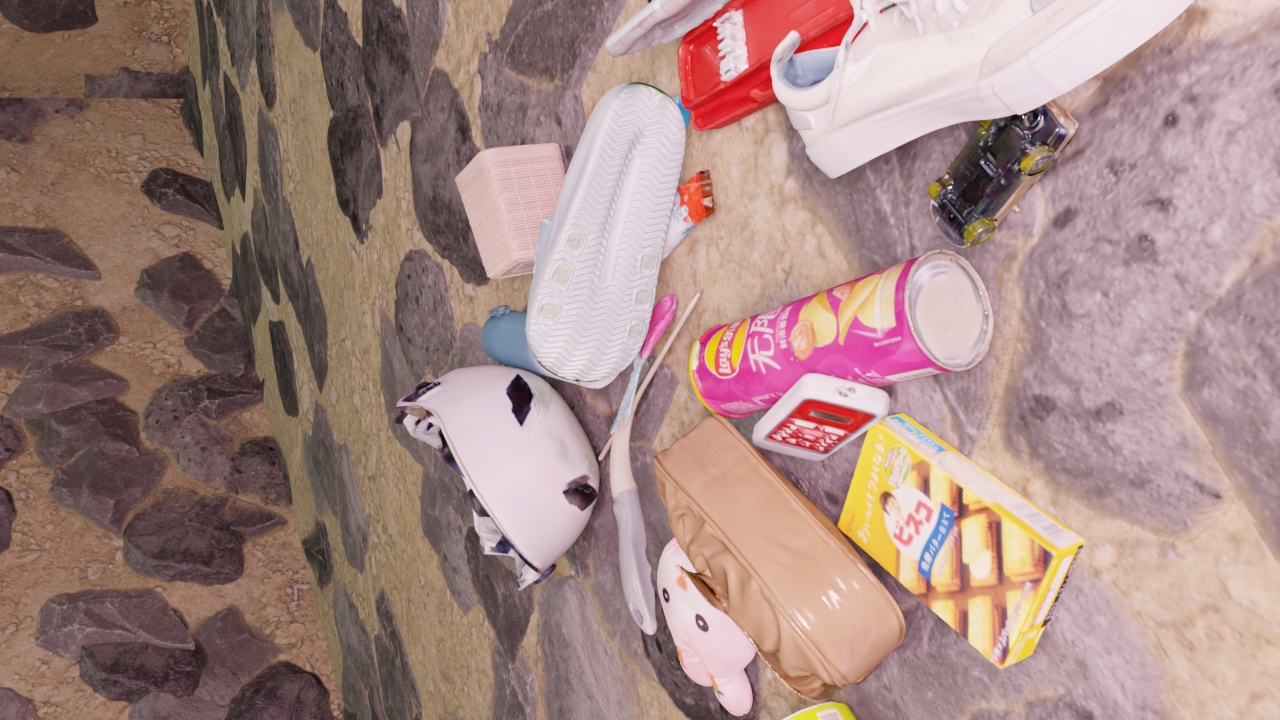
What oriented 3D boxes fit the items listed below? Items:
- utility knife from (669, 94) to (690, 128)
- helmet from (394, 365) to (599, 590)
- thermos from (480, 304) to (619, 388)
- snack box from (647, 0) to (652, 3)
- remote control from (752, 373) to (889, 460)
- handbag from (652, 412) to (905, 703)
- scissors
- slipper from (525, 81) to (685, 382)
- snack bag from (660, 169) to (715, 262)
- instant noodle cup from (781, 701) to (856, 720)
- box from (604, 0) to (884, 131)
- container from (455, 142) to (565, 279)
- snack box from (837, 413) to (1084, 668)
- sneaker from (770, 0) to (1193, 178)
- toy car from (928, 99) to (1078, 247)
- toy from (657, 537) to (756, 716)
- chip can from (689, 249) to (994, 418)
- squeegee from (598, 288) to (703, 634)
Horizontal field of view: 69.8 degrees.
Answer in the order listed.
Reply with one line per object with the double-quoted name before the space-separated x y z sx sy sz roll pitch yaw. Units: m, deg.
"utility knife" -0.007 -0.207 0.789 0.159 0.018 0.034 20 111 56
"helmet" -0.124 0.097 0.918 0.229 0.145 0.259 57 161 -7
"thermos" -0.100 -0.017 0.944 0.221 0.070 0.070 12 108 56
"snack box" -0.002 -0.346 0.691 0.113 0.053 0.125 -166 74 -74
"remote control" 0.113 0.040 0.596 0.136 0.056 0.020 112 171 -70
"handbag" 0.086 0.138 0.632 0.204 0.099 0.148 48 172 41
"scissors" -0.006 0.007 0.782 0.084 0.017 0.137 -24 40 62
"slipper" -0.034 -0.100 0.734 0.074 0.104 0.246 41 119 55
"snack bag" 0.028 -0.112 0.750 0.104 0.026 0.048 135 139 -54
"instant noodle cup" 0.136 0.309 0.630 0.123 0.111 0.112 63 145 40
"box" 0.061 -0.220 0.598 0.202 0.101 0.095 -9 89 59
"container" -0.120 -0.147 0.922 0.090 0.089 0.111 -20 84 58
"snack box" 0.186 0.104 0.554 0.140 0.033 0.087 44 133 47
"sneaker" 0.151 -0.167 0.459 0.091 0.089 0.243 50 158 -15
"toy car" 0.190 -0.099 0.487 0.042 0.035 0.091 63 145 28
"toy" 0.059 0.223 0.773 0.121 0.054 0.159 21 124 55
"chip can" 0.119 -0.010 0.593 0.211 0.071 0.071 -19 82 57
"squeegee" -0.007 0.106 0.756 0.247 0.039 0.246 120 157 -46
